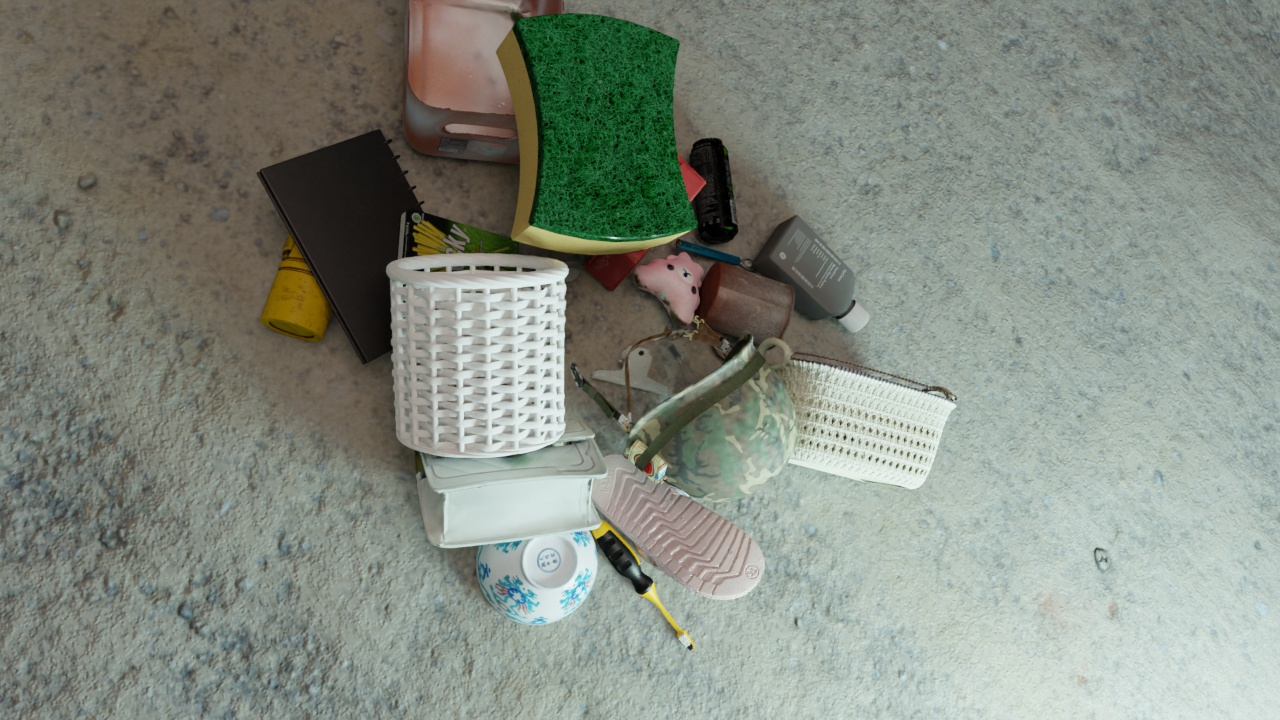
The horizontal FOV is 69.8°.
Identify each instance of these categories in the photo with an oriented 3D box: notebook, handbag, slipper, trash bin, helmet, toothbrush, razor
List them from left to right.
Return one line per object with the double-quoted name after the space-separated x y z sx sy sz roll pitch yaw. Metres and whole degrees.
-0.303 -0.135 1.046 0.168 0.019 0.231 -36 104 -42 "notebook"
-0.196 -0.387 1.119 0.181 0.158 0.259 1 78 -18 "trash bin"
-0.147 0.124 1.029 0.198 0.142 0.096 -4 120 -19 "handbag"
0.004 0.270 1.101 0.031 0.030 0.196 -36 96 9 "toothbrush"
0.036 0.205 1.108 0.239 0.064 0.094 35 71 11 "slipper"
0.061 0.054 1.056 0.192 0.225 0.236 -37 93 -35 "helmet"
0.110 -0.140 1.229 0.143 0.022 0.042 11 73 -23 "razor"

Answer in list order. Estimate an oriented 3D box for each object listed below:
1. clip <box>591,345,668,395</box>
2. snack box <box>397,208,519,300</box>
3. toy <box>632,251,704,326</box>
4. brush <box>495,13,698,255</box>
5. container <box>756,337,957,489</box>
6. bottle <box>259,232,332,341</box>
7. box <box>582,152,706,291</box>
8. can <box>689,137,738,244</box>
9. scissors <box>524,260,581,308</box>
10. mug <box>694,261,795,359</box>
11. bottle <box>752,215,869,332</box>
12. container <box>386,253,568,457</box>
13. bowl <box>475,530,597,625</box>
-0.007 0.008 1.156 0.101 0.040 0.054 14 86 -16 "clip"
-0.214 -0.120 1.090 0.147 0.025 0.080 12 72 -39 "snack box"
0.046 -0.103 1.189 0.099 0.053 0.095 44 56 -4 "toy"
-0.048 -0.248 1.021 0.194 0.075 0.250 -3 84 -26 "brush"
0.257 0.071 1.154 0.251 0.185 0.143 16 84 -16 "container"
-0.371 -0.110 1.043 0.071 0.071 0.163 17 73 -14 "bottle"
-0.005 -0.179 1.147 0.157 0.136 0.117 -47 108 -22 "box"
0.098 -0.226 1.232 0.054 0.054 0.137 -2 78 -19 "can"
-0.131 -0.088 1.124 0.130 0.019 0.150 28 63 -33 "scissors"
0.128 -0.057 1.191 0.110 0.096 0.123 19 98 -8 "mug"
0.241 -0.106 1.247 0.174 0.046 0.083 41 64 -14 "bottle"
-0.173 -0.012 0.991 0.189 0.189 0.187 -3 104 -19 "container"
-0.110 0.229 1.046 0.144 0.074 0.143 4 76 -17 "bowl"
